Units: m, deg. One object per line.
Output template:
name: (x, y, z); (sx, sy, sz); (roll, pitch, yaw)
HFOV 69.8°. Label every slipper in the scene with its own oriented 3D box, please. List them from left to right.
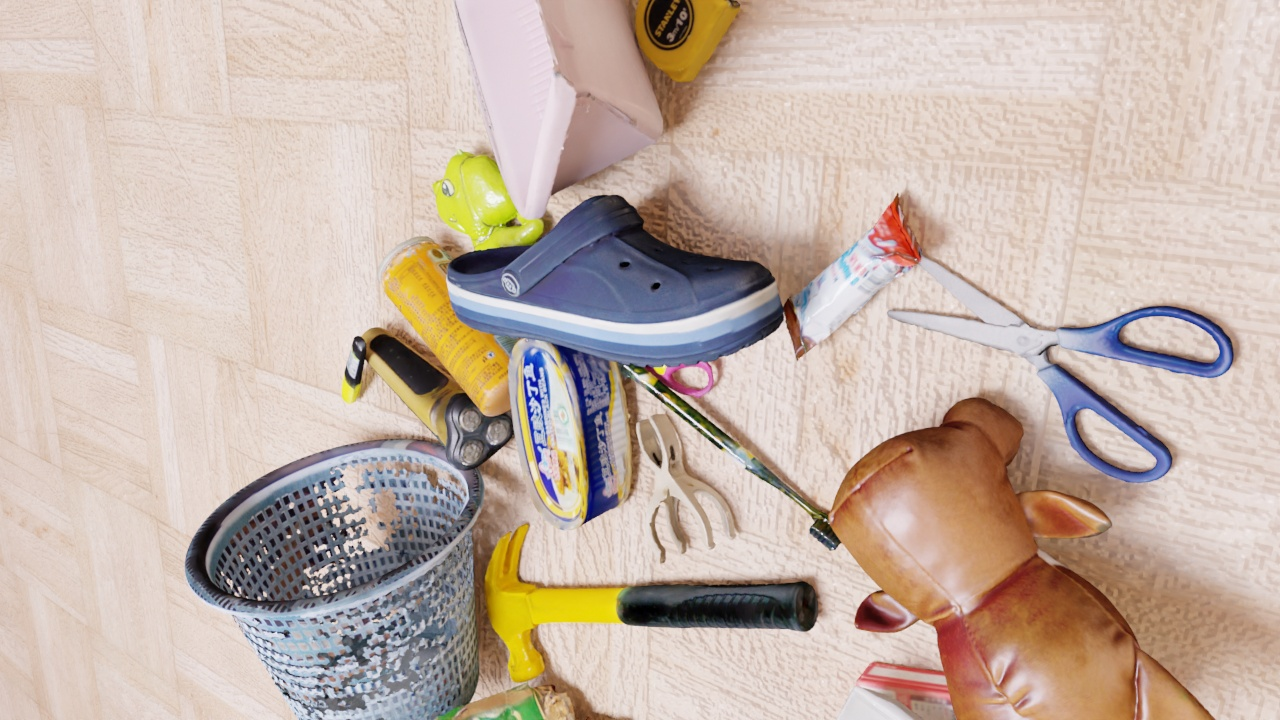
slipper: (-0.023, -0.059, 0.576); (0.253, 0.104, 0.095); (8, 118, 37)

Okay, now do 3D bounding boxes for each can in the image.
can: (-0.139, -0.027, 0.706); (0.146, 0.058, 0.058); (48, 125, 16)
can: (-0.050, 0.047, 0.657); (0.075, 0.049, 0.148); (9, 112, 42)

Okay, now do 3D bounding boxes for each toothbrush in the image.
toothbrush: (0.057, 0.059, 0.599); (0.186, 0.017, 0.012); (39, 140, 16)

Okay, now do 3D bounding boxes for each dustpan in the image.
dustpan: (-0.088, -0.193, 0.527); (0.139, 0.273, 0.222); (-18, 81, 16)
dustpan: (0.183, 0.345, 0.466); (0.258, 0.142, 0.223); (28, 93, 4)

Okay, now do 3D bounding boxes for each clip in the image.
clip: (0.018, 0.097, 0.639); (0.102, 0.034, 0.094); (49, 124, 21)

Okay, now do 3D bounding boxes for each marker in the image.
marker: (-0.247, 0.009, 0.795); (0.018, 0.015, 0.124); (56, 149, 9)

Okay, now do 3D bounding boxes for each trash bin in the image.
trash bin: (-0.223, 0.202, 0.751); (0.227, 0.225, 0.195); (11, 122, 34)

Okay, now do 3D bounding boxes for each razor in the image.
razor: (-0.174, 0.023, 0.751); (0.167, 0.062, 0.068); (36, 153, 30)

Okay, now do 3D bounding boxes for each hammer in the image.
hammer: (-0.008, 0.182, 0.682); (0.302, 0.032, 0.129); (-12, 96, 38)

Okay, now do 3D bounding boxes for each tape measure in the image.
tape measure: (0.026, -0.205, 0.554); (0.057, 0.028, 0.060); (47, 125, 16)

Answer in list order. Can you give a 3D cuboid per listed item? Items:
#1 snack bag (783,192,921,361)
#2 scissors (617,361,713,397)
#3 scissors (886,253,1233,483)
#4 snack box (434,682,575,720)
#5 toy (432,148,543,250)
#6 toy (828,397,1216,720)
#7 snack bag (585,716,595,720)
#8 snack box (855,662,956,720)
snack bag: (0.119, -0.045, 0.527); (0.104, 0.026, 0.048); (-42, 43, 35)
scissors: (-0.004, 0.004, 0.642); (0.134, 0.017, 0.054); (-7, 107, 41)
scissors: (0.213, 0.001, 0.483); (0.167, 0.012, 0.155); (-11, 95, 39)
snack box: (-0.102, 0.342, 0.731); (0.118, 0.117, 0.106); (56, 142, 35)
toy: (-0.113, -0.109, 0.682); (0.097, 0.031, 0.100); (-5, 103, 33)
toy: (0.186, 0.128, 0.473); (0.140, 0.130, 0.199); (-55, 48, 35)
snack bag: (-0.020, 0.337, 0.736); (0.045, 0.026, 0.105); (-5, 96, 45)
snack box: (0.182, 0.267, 0.568); (0.075, 0.025, 0.153); (-5, 100, 36)
